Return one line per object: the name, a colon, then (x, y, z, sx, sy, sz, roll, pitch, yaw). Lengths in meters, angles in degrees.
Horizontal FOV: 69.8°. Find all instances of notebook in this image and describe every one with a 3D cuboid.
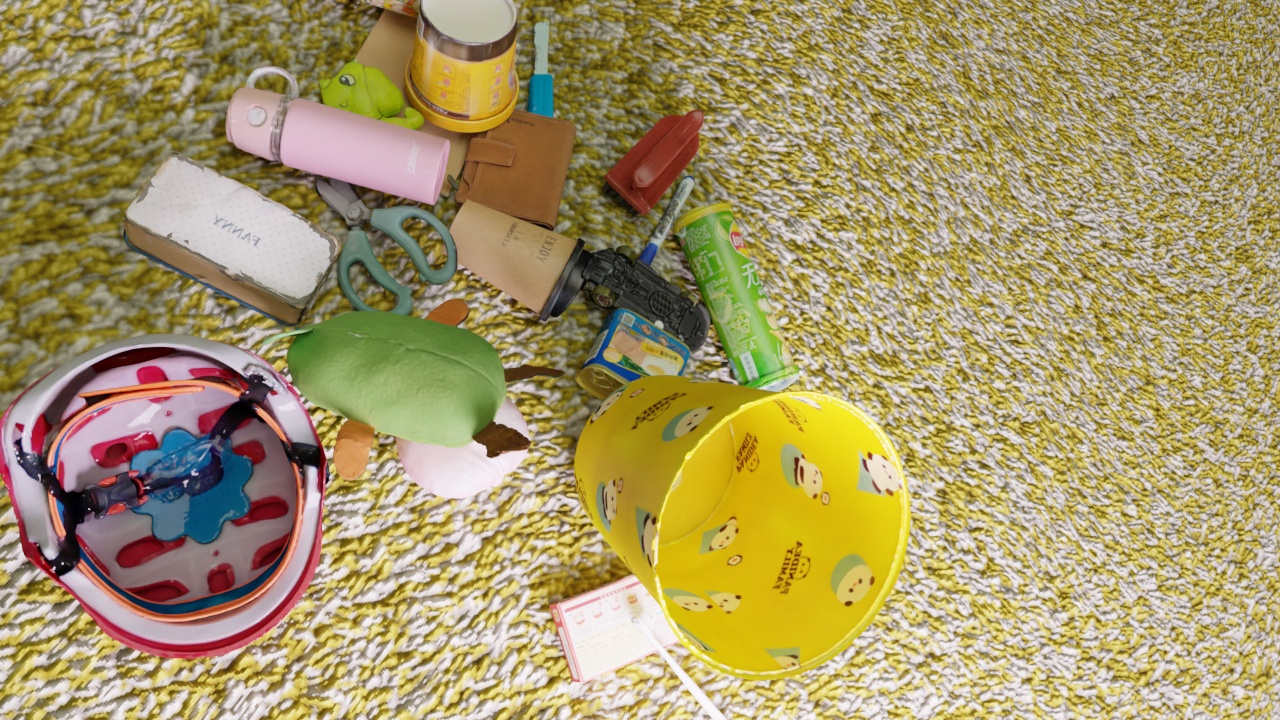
notebook: (-0.232, -0.289, 0.978, 0.147, 0.008, 0.207, 27, 64, -16)

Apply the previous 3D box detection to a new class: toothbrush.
toothbrush: (0.047, 0.309, 0.896, 0.016, 0.016, 0.180, -45, 108, -29)

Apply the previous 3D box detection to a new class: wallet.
wallet: (-0.137, -0.207, 0.973, 0.119, 0.035, 0.130, 14, 68, -10)

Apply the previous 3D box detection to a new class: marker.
marker: (0.030, -0.159, 1.058, 0.017, 0.017, 0.145, 34, 62, -13)

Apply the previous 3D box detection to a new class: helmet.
helmet: (-0.354, 0.098, 0.717, 0.206, 0.144, 0.240, -20, 97, -20)

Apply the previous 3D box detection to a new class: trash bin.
trash bin: (0.066, 0.120, 0.819, 0.229, 0.255, 0.230, -4, 99, -23)

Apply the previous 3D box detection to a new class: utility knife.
utility knife: (-0.111, -0.290, 1.030, 0.034, 0.018, 0.217, 7, 72, -22)

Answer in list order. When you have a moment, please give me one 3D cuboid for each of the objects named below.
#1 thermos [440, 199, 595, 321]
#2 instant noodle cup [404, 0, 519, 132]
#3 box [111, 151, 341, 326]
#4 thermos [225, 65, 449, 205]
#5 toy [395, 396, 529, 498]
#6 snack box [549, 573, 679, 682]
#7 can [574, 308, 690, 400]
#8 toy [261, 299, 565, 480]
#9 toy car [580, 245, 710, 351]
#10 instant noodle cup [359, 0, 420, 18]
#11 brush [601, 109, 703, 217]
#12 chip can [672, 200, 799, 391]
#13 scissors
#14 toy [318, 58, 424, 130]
thermos: (-0.123, -0.104, 0.928, 0.143, 0.093, 0.092, 27, 63, -8)
instant noodle cup: (-0.177, -0.313, 0.927, 0.118, 0.115, 0.118, 6, 63, -11)
box: (-0.370, -0.110, 0.824, 0.184, 0.061, 0.089, 30, 62, -12)
thermos: (-0.283, -0.215, 0.874, 0.198, 0.067, 0.087, 16, 87, -6)
toy: (-0.183, 0.055, 0.864, 0.159, 0.054, 0.121, 46, 59, 8)
snack box: (-0.006, 0.251, 0.902, 0.155, 0.027, 0.077, -13, 80, -29)
can: (-0.006, 0.006, 0.965, 0.102, 0.057, 0.083, 32, 60, -14)
toy: (-0.197, 0.017, 0.802, 0.247, 0.090, 0.226, 16, 41, 6)
toy car: (0.006, -0.063, 1.001, 0.158, 0.042, 0.070, 34, 62, -12)
instant noodle cup: (-0.261, -0.405, 0.950, 0.110, 0.099, 0.099, 17, 67, -21)
brush: (0.023, -0.233, 1.049, 0.063, 0.069, 0.145, 43, 60, -9)
chip can: (0.108, -0.066, 1.034, 0.072, 0.073, 0.221, -17, 82, -29)
scissors: (-0.247, -0.129, 0.890, 0.143, 0.019, 0.180, -30, 78, -2)
toy: (-0.269, -0.255, 0.925, 0.096, 0.031, 0.100, -10, 83, -25)
